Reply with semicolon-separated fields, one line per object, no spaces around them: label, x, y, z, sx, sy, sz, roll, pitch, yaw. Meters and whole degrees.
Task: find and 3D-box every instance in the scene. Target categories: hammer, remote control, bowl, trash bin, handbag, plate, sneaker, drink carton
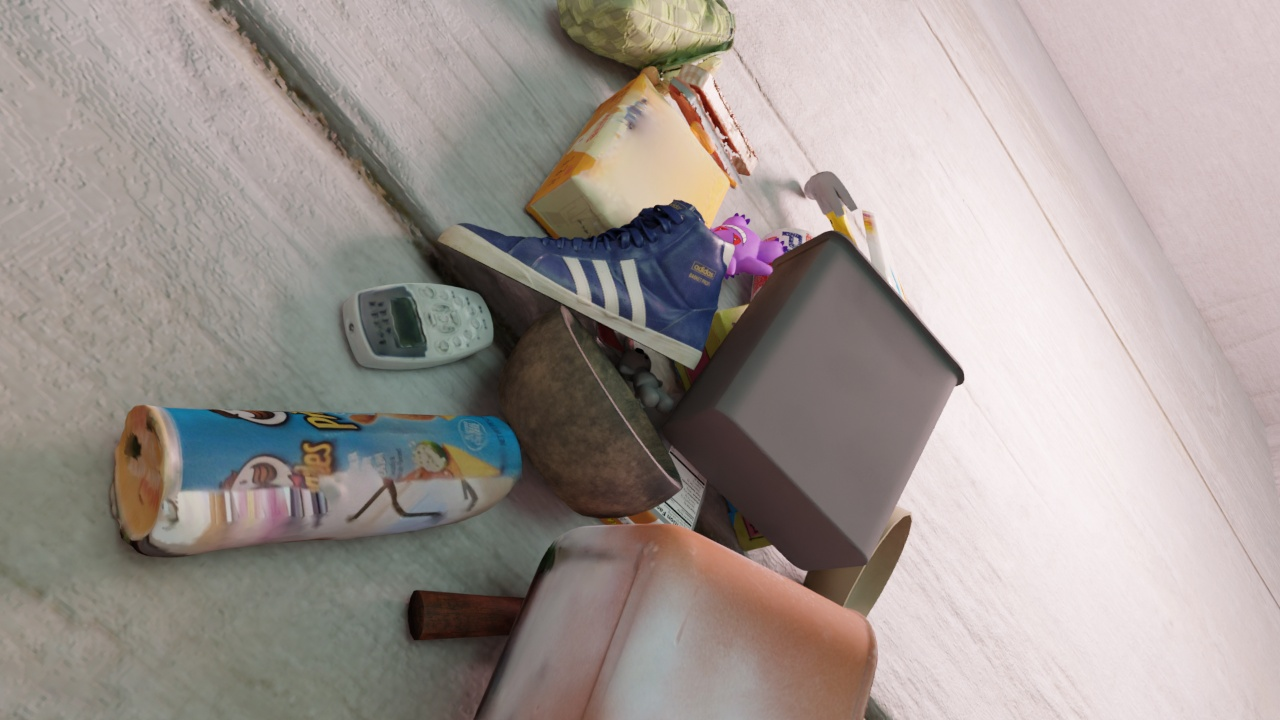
hammer;0.280;-0.080;1.124;0.127;0.029;0.323;-75;142;-86
remote control;-0.156;-0.025;0.656;0.114;0.028;0.060;-5;74;-48
hammer;-0.023;0.186;0.664;0.300;0.028;0.111;12;48;-35
bowl;0.198;0.198;0.872;0.152;0.050;0.153;-39;144;-35
trash bin;-0.003;0.232;0.529;0.157;0.182;0.259;32;67;-21
handbag;0.007;-0.322;0.935;0.186;0.113;0.117;-3;87;-45
plate;0.295;-0.070;1.056;0.186;0.016;0.187;-80;147;-53
sneaker;-0.027;-0.093;0.723;0.233;0.091;0.118;26;91;-20
drink carton;0.019;0.097;0.769;0.076;0.049;0.124;45;44;-22
trash bin;0.153;0.034;0.785;0.192;0.098;0.219;45;58;-12
bowl;-0.042;0.045;0.669;0.162;0.070;0.162;56;3;-6

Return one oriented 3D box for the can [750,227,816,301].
can;0.158;-0.071;0.985;0.078;0.078;0.135;36;48;-31

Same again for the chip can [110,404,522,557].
chip can;-0.179;0.068;0.548;0.229;0.080;0.079;5;67;-46

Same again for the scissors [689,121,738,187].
scissors;0.057;-0.227;0.961;0.129;0.011;0.125;47;0;14

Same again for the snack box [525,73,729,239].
snack box;0.001;-0.159;0.855;0.145;0.081;0.194;47;43;-21

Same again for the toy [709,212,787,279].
toy;0.093;-0.112;0.951;0.087;0.056;0.106;-13;45;-47

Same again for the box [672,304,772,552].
box;0.119;0.059;0.875;0.124;0.082;0.221;-12;79;-49

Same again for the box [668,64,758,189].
box;0.081;-0.245;0.958;0.186;0.058;0.060;41;36;-61

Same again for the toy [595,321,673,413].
toy;-0.005;0.005;0.784;0.049;0.030;0.111;23;23;-39
